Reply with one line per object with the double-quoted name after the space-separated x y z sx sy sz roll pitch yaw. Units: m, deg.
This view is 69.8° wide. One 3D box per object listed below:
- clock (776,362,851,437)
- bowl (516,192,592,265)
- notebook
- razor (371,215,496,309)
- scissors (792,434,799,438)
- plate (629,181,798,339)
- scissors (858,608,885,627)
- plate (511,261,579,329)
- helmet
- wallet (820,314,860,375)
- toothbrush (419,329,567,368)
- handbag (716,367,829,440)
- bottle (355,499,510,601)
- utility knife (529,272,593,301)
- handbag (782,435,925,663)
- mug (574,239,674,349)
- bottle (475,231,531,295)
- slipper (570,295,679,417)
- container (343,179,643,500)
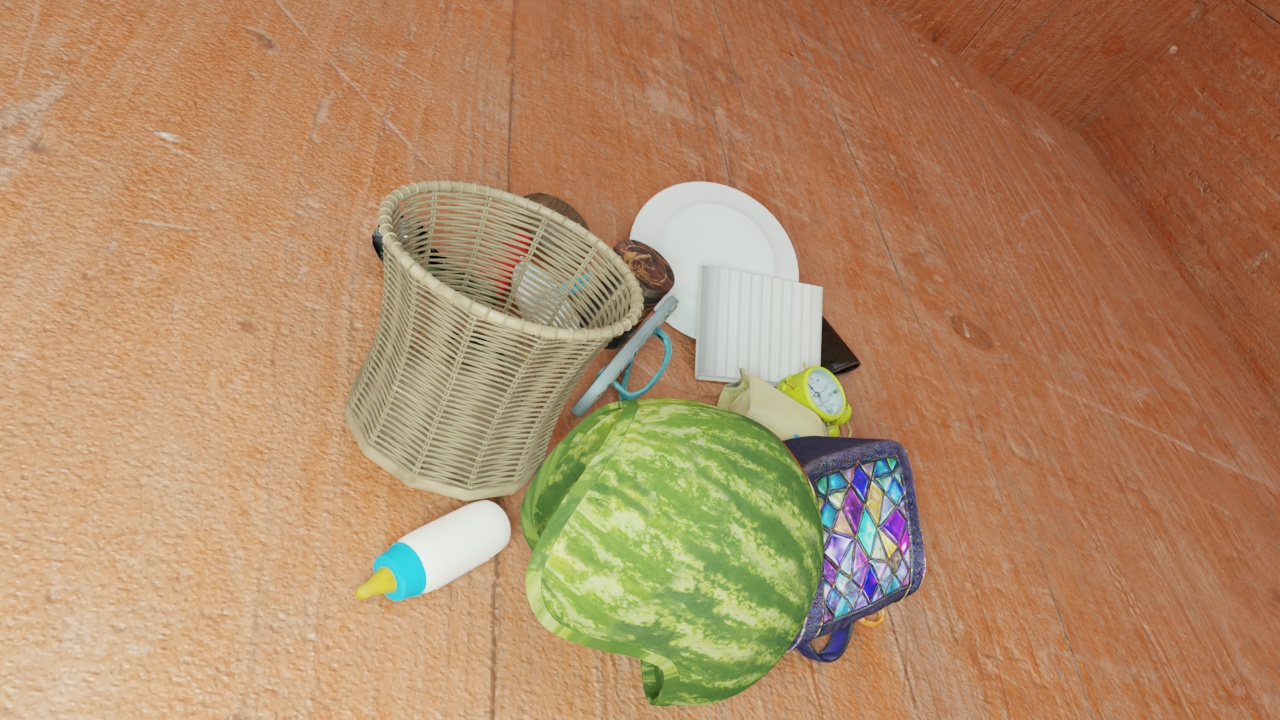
0.228 0.061 1.183 0.119 0.057 0.083 50 46 -5 "clock"
-0.098 -0.170 1.141 0.118 0.030 0.117 37 25 -21 "bowl"
0.158 -0.039 1.196 0.209 0.009 0.142 6 84 -34 "notebook"
-0.213 -0.100 0.969 0.151 0.067 0.053 33 41 -23 "razor"
0.174 0.156 1.034 0.134 0.011 0.137 -29 94 -14 "scissors"
0.103 -0.136 1.225 0.242 0.016 0.242 6 68 -15 "plate"
0.269 0.258 1.061 0.064 0.013 0.127 47 38 8 "scissors"
-0.112 -0.061 1.032 0.104 0.026 0.104 44 23 -24 "plate"
0.036 0.156 0.774 0.247 0.243 0.213 40 -1 -12 "helmet"
0.254 -0.020 1.315 0.119 0.031 0.099 -13 59 -44 "wallet"
-0.140 -0.008 0.966 0.196 0.031 0.031 12 29 -36 "toothbrush"
0.155 0.078 1.094 0.119 0.081 0.111 27 32 -15 "handbag"
-0.171 0.160 0.749 0.051 0.051 0.145 51 38 14 "bottle"
-0.086 -0.080 1.061 0.022 0.015 0.180 48 23 2 "utility knife"
0.178 0.194 0.928 0.204 0.126 0.222 -7 94 -41 "handbag"
-0.013 -0.081 1.082 0.080 0.107 0.115 45 37 7 "mug"
-0.153 -0.115 1.056 0.036 0.036 0.118 34 37 -8 "bottle"
-0.006 0.006 1.020 0.055 0.098 0.268 43 28 -3 "slipper"
-0.139 -0.015 0.801 0.227 0.197 0.226 20 29 -12 "container"
